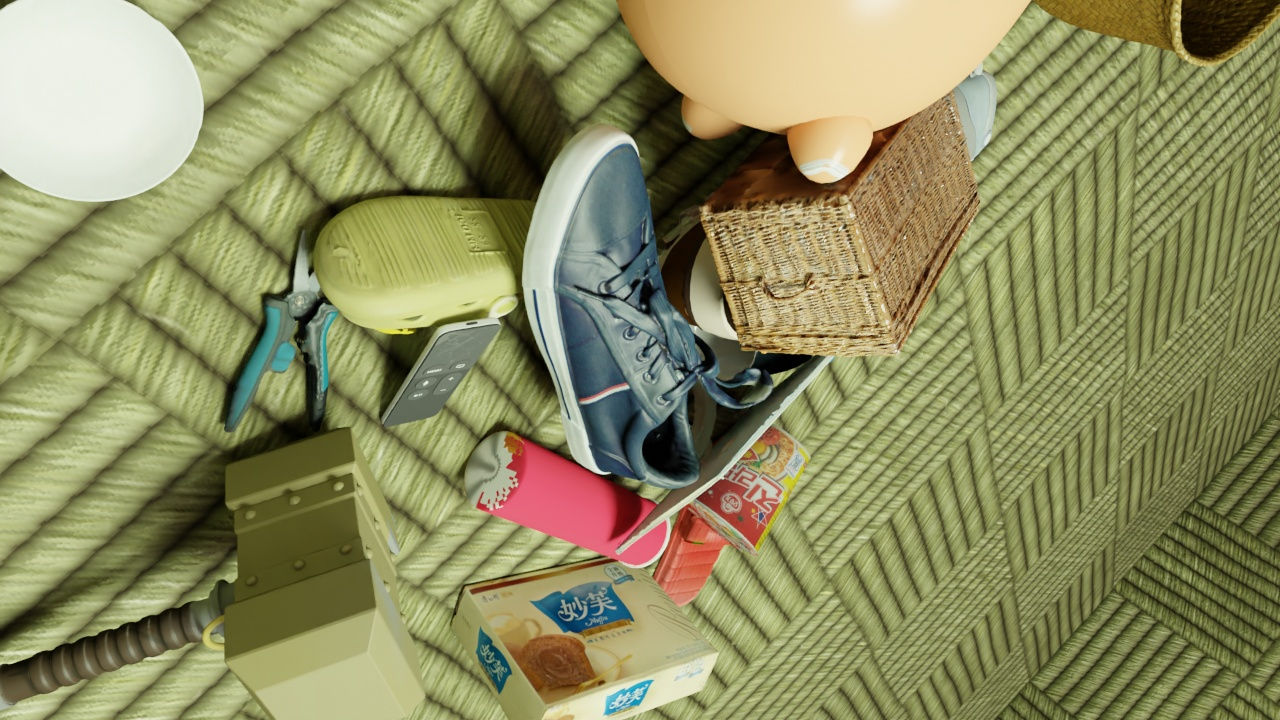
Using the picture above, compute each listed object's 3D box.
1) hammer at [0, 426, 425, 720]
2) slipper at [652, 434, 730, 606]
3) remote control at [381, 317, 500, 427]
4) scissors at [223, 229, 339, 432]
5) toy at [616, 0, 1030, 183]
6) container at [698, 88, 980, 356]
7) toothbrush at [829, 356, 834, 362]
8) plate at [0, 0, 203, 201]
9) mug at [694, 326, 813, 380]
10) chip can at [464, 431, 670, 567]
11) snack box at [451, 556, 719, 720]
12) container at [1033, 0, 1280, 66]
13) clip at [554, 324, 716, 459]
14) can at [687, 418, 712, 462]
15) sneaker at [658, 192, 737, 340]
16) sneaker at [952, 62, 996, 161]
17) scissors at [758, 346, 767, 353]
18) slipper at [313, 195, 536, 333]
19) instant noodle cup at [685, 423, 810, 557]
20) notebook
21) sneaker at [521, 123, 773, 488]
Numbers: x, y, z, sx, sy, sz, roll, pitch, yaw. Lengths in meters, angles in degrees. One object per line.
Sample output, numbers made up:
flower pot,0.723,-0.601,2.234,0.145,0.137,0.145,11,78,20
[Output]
hammer,-0.319,0.176,0.574,0.324,0.190,0.101,-18,132,-10
slipper,0.088,0.182,1.003,0.103,0.059,0.249,1,120,-42
remote control,-0.143,0.011,0.643,0.045,0.008,0.147,-12,159,-37
scissors,-0.228,-0.006,0.604,0.151,0.019,0.119,-46,139,-8
toy,0.106,-0.255,0.526,0.265,0.263,0.281,2,112,-35
container,0.139,-0.102,0.620,0.197,0.114,0.113,-51,130,-37
toothbrush,0.256,-0.062,1.006,0.166,0.014,0.016,-52,140,3
plate,-0.277,-0.133,0.458,0.104,0.026,0.104,-23,132,-29
mug,0.108,-0.046,0.841,0.094,0.085,0.121,-10,97,-38
chip can,-0.059,0.129,0.821,0.069,0.069,0.220,-53,139,2
snack box,-0.051,0.263,0.864,0.207,0.153,0.055,-1,122,-42
container,0.467,-0.423,0.788,0.306,0.196,0.308,-24,133,-30
clip,-0.010,0.004,0.772,0.164,0.031,0.168,-1,85,-22
can,0.029,0.061,0.840,0.031,0.080,0.032,-24,133,-28
sneaker,0.102,-0.136,0.763,0.293,0.116,0.112,-55,137,-25
sneaker,0.280,-0.159,0.908,0.160,0.093,0.257,-31,138,-33
scissors,0.087,-0.062,0.786,0.125,0.130,0.011,8,148,-13
slipper,-0.128,-0.060,0.618,0.190,0.091,0.082,-14,152,-37
instant noodle cup,0.107,0.120,0.905,0.112,0.100,0.100,-51,140,-10
notebook,0.091,0.067,0.826,0.252,0.009,0.182,-40,176,-40
sneaker,0.009,-0.017,0.624,0.120,0.127,0.295,-45,144,-35
